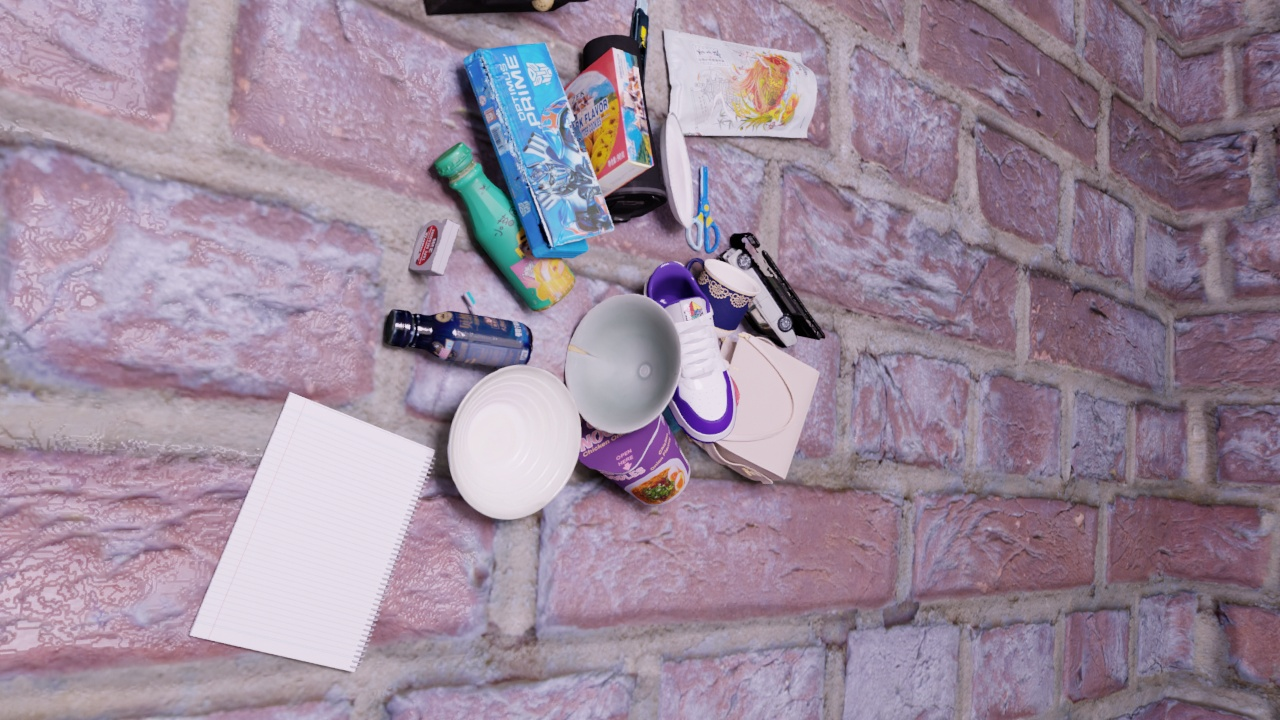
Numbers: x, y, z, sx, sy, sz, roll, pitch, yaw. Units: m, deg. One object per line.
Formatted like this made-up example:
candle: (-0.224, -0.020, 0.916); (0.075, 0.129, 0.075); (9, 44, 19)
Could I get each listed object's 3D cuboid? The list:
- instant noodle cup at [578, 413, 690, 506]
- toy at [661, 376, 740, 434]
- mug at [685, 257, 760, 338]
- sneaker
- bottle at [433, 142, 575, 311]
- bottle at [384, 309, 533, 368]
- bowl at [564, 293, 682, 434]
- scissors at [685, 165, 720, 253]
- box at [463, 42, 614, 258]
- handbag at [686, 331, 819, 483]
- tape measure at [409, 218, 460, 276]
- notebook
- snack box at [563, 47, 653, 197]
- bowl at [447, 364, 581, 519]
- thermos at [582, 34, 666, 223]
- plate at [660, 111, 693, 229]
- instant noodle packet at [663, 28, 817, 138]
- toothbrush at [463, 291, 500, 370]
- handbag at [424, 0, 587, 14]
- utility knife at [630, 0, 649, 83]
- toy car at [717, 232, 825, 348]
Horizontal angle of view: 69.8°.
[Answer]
instant noodle cup: (0.002, 0.125, 1.166); (0.122, 0.136, 0.122); (-31, 129, 10)
toy: (0.066, 0.050, 1.223); (0.062, 0.133, 0.092); (69, 11, -58)
mug: (0.098, -0.087, 1.277); (0.085, 0.112, 0.089); (-11, 135, -55)
sneaker: (0.065, -0.021, 1.155); (0.091, 0.111, 0.244); (-15, 63, -11)
bottle: (-0.159, -0.154, 1.062); (0.067, 0.068, 0.210); (-52, 120, -29)
bottle: (-0.201, -0.026, 1.020); (0.160, 0.056, 0.056); (8, 83, -27)
bowl: (-0.007, 0.007, 1.129); (0.067, 0.175, 0.174); (15, 79, -53)
scissors: (0.095, -0.219, 1.322); (0.070, 0.022, 0.130); (8, 81, -39)
box: (-0.110, -0.243, 1.044); (0.091, 0.085, 0.243); (-12, 81, -64)
handbag: (0.140, 0.052, 1.311); (0.197, 0.101, 0.194); (30, 69, -23)
tape measure: (-0.226, -0.123, 1.008); (0.020, 0.062, 0.060); (23, 79, -38)
notebook: (-0.326, 0.180, 0.947); (0.177, 0.013, 0.245); (29, 71, -35)
snack box: (-0.053, -0.269, 1.088); (0.040, 0.143, 0.145); (3, 72, -40)
bowl: (-0.156, 0.090, 1.059); (0.176, 0.058, 0.177); (-6, 100, -39)
thermos: (-0.028, -0.293, 1.164); (0.105, 0.106, 0.218); (-2, 85, -41)
plate: (0.049, -0.254, 1.233); (0.156, 0.014, 0.157); (-5, 89, -76)
instant noodle packet: (0.148, -0.401, 1.349); (0.268, 0.057, 0.147); (-7, 92, -36)
toothbrush: (-0.163, 0.002, 1.087); (0.019, 0.018, 0.188); (-37, 112, -26)
handbag: (-0.114, -0.444, 1.023); (0.196, 0.200, 0.102); (-20, 102, -39)
utility knife: (-0.005, -0.409, 1.237); (0.028, 0.020, 0.187); (10, 81, -42)
toy car: (0.178, -0.091, 1.335); (0.071, 0.094, 0.192); (-38, 103, -7)
